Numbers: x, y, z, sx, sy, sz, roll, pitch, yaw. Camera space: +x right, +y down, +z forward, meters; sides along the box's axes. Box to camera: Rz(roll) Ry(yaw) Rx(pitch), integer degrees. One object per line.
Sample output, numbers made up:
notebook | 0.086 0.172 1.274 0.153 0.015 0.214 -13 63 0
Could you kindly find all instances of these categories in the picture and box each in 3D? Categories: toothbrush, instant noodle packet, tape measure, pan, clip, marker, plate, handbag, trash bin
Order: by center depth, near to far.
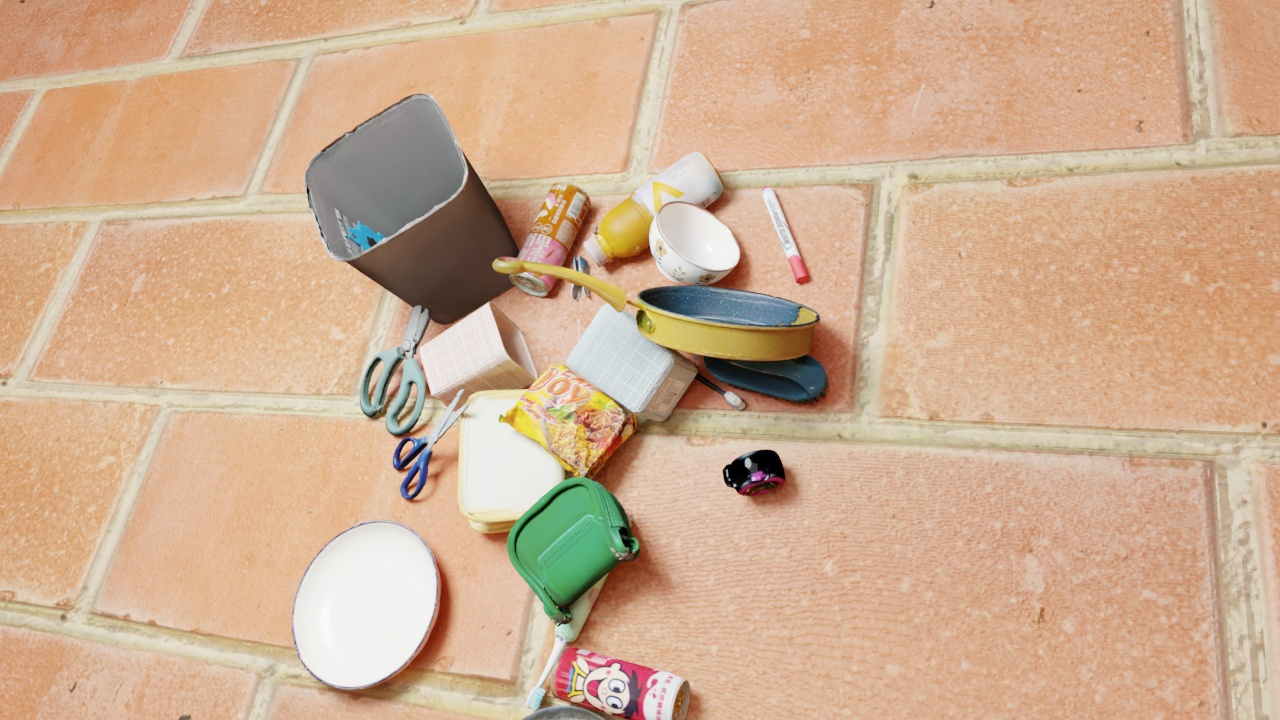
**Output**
plate | -0.077 0.436 0.904 0.180 0.024 0.179 -9 61 17
pan | 0.020 -0.061 0.959 0.198 0.356 0.078 -143 56 -64
handbag | -0.069 0.196 0.964 0.131 0.068 0.120 -43 44 6
tape measure | 0.123 0.121 0.967 0.058 0.057 0.039 -27 62 24
toothbrush | -0.067 0.266 0.983 0.027 0.026 0.224 11 68 46
instant noodle packet | -0.080 0.065 1.042 0.128 0.044 0.110 35 61 16
plate | -0.310 0.282 1.061 0.193 0.039 0.192 -9 62 17
handbag | -0.117 0.115 1.069 0.179 0.063 0.163 -4 62 2
toothbrush | 0.051 0.008 1.076 0.181 0.018 0.015 34 86 32
marker | 0.174 -0.154 1.110 0.017 0.017 0.145 -21 59 10
trash bin | -0.275 -0.176 1.173 0.199 0.220 0.199 -30 58 3
clip | -0.077 -0.105 1.178 0.032 0.025 0.057 -11 68 22

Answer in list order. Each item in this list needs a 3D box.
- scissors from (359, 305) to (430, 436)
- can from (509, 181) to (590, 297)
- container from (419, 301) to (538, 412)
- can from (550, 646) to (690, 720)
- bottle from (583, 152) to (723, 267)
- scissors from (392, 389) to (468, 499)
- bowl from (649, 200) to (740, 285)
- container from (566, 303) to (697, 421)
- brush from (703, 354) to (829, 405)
scissors | -0.316 0.003 1.179 0.143 0.019 0.180 17 97 32
can | -0.117 -0.159 1.199 0.058 0.058 0.147 14 70 26
container | -0.202 0.003 1.133 0.111 0.090 0.089 -29 58 9
can | -0.020 0.328 0.918 0.133 0.053 0.053 7 67 24
bottle | 0.014 -0.186 1.156 0.189 0.068 0.068 -35 58 1
scissors | -0.249 0.105 1.097 0.173 0.012 0.132 -15 72 45
bowl | 0.057 -0.131 1.105 0.062 0.113 0.113 -55 45 42
container | -0.006 0.006 1.048 0.111 0.090 0.090 37 97 29
brush | 0.134 0.007 1.009 0.144 0.073 0.055 16 80 28
